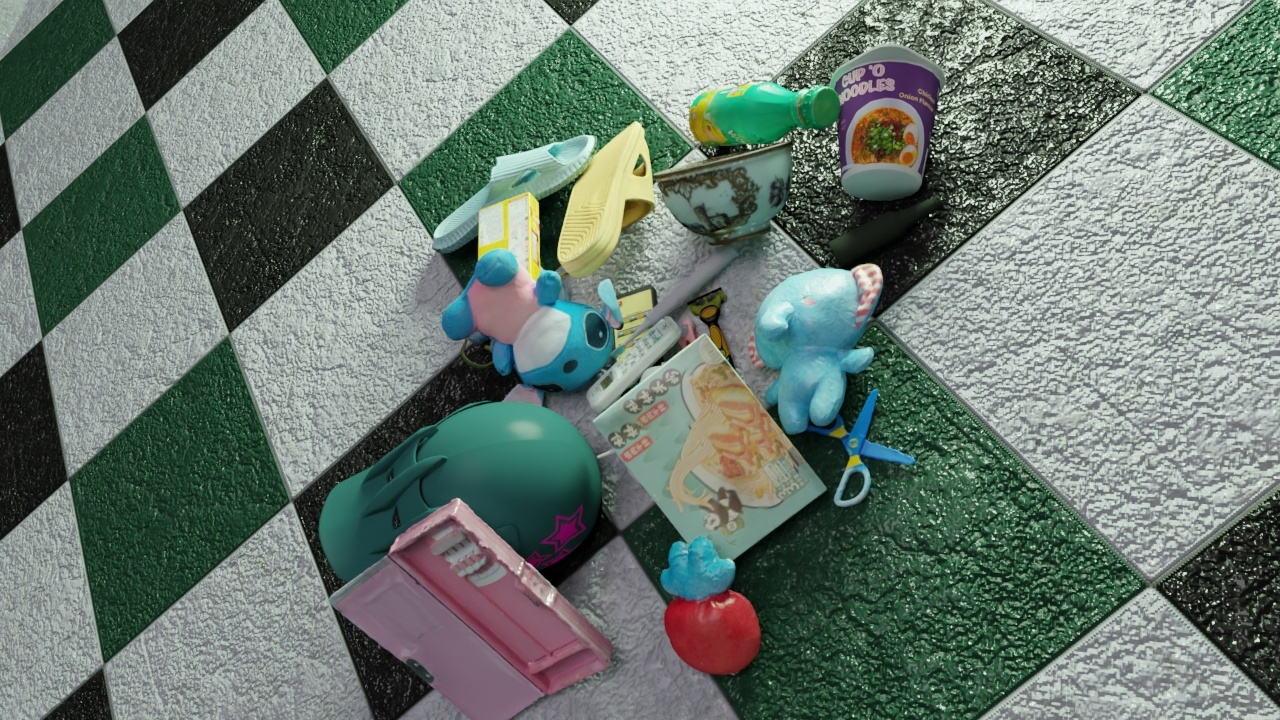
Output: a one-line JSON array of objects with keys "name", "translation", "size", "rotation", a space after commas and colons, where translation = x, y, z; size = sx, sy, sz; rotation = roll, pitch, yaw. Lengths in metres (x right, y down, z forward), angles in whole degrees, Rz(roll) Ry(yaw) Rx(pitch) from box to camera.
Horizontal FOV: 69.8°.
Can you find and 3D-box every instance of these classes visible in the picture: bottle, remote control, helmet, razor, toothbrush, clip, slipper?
[{"name": "bottle", "translation": [0.140, -0.283, 1.051], "size": [0.210, 0.068, 0.068], "rotation": [16, 73, 56]}, {"name": "remote control", "translation": [-0.004, -0.024, 1.076], "size": [0.058, 0.013, 0.133], "rotation": [-17, 59, 19]}, {"name": "helmet", "translation": [-0.182, 0.148, 0.970], "size": [0.275, 0.200, 0.176], "rotation": [-26, 57, 14]}, {"name": "bottle", "translation": [0.264, -0.141, 0.981], "size": [0.123, 0.033, 0.033], "rotation": [-28, 56, 13]}, {"name": "razor", "translation": [0.090, -0.016, 1.021], "size": [0.044, 0.021, 0.144], "rotation": [-25, 59, 15]}, {"name": "toothbrush", "translation": [0.037, -0.067, 1.059], "size": [0.188, 0.018, 0.019], "rotation": [-41, 53, -4]}, {"name": "clip", "translation": [0.058, -0.025, 1.042], "size": [0.045, 0.023, 0.060], "rotation": [-52, 49, -2]}, {"name": "slipper", "translation": [-0.179, -0.235, 1.222], "size": [0.277, 0.069, 0.115], "rotation": [-29, 26, 17]}, {"name": "remote control", "translation": [-0.006, 0.006, 1.033], "size": [0.133, 0.022, 0.050], "rotation": [-44, 23, 5]}, {"name": "slipper", "translation": [-0.035, -0.188, 1.130], "size": [0.100, 0.078, 0.262], "rotation": [-24, 36, 33]}]

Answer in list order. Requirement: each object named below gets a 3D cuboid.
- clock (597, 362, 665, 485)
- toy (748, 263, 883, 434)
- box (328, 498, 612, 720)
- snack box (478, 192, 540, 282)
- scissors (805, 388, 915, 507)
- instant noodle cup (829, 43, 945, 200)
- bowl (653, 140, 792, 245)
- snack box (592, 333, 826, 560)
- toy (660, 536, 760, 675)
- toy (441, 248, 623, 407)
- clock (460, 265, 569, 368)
[{"name": "clock", "translation": [0.036, 0.067, 0.987], "size": [0.120, 0.061, 0.159], "rotation": [31, 79, 32]}, {"name": "toy", "translation": [0.161, -0.016, 0.918], "size": [0.184, 0.115, 0.180], "rotation": [-25, 42, 45]}, {"name": "box", "translation": [-0.164, 0.256, 0.905], "size": [0.179, 0.232, 0.040], "rotation": [-34, 21, 18]}, {"name": "snack box", "translation": [-0.163, -0.133, 1.134], "size": [0.075, 0.025, 0.152], "rotation": [-16, 58, 18]}, {"name": "scissors", "translation": [0.211, 0.084, 0.910], "size": [0.125, 0.013, 0.126], "rotation": [14, 78, 34]}, {"name": "instant noodle cup", "translation": [0.261, -0.247, 0.983], "size": [0.122, 0.137, 0.121], "rotation": [3, 77, 14]}, {"name": "bowl", "translation": [0.102, -0.184, 1.037], "size": [0.160, 0.159, 0.094], "rotation": [-8, 103, 24]}, {"name": "snack box", "translation": [0.068, 0.091, 0.908], "size": [0.141, 0.044, 0.193], "rotation": [-38, 89, 6]}, {"name": "toy", "translation": [0.063, 0.234, 0.873], "size": [0.092, 0.062, 0.133], "rotation": [-17, 82, 21]}, {"name": "toy", "translation": [-0.131, -0.028, 1.054], "size": [0.224, 0.191, 0.098], "rotation": [-49, 18, 23]}, {"name": "clock", "translation": [-0.161, -0.056, 1.147], "size": [0.118, 0.060, 0.162], "rotation": [25, 77, 34]}]
